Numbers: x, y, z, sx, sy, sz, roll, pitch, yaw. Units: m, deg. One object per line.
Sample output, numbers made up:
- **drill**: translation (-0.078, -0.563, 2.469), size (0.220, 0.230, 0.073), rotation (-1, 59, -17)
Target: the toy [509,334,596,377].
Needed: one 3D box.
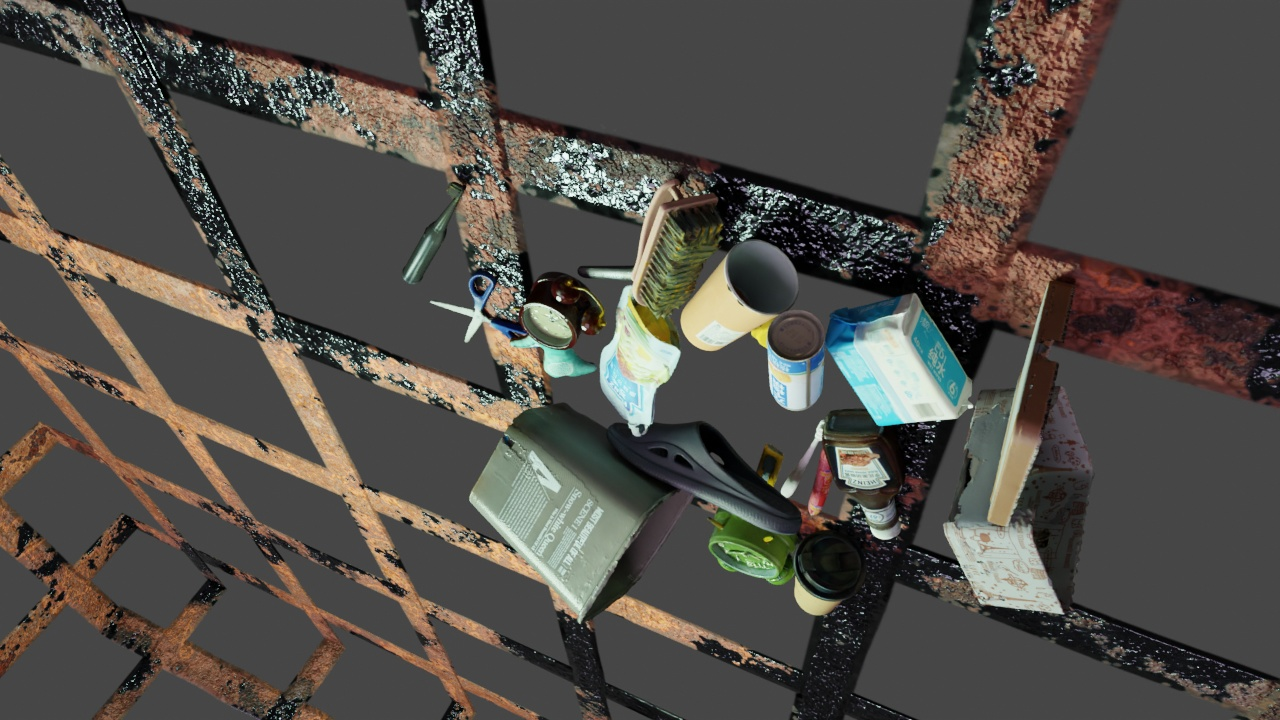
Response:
- **toy**: translation (-0.111, -0.014, 1.141), size (0.097, 0.030, 0.092), rotation (-7, 129, 18)

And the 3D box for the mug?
- **mug**: translation (0.091, -0.057, 0.906), size (0.078, 0.078, 0.123), rotation (36, 150, -6)

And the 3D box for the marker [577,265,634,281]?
- **marker**: translation (-0.016, -0.093, 0.989), size (0.124, 0.015, 0.018), rotation (5, 133, 31)

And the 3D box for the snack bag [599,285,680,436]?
- **snack bag**: translation (-0.006, 0.006, 1.060), size (0.110, 0.038, 0.191), rotation (49, 147, 19)

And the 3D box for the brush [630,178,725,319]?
- **brush**: translation (0.027, -0.105, 0.898), size (0.073, 0.063, 0.146), rotation (57, 148, 25)

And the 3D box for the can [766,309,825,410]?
- **can**: translation (0.151, 0.003, 0.890), size (0.053, 0.053, 0.135), rotation (19, 161, 17)

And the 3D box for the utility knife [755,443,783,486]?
- **utility knife**: translation (0.154, 0.151, 1.162), size (0.033, 0.015, 0.155), rotation (20, 144, 11)

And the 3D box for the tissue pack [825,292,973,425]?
- **tissue pack**: translation (0.245, 0.002, 0.867), size (0.090, 0.063, 0.140), rotation (-11, 126, 47)

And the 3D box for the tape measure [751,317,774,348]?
- **tape measure**: translation (0.148, -0.029, 0.932), size (0.060, 0.028, 0.057), rotation (33, 146, -33)

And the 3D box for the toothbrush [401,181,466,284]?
- **toothbrush**: translation (-0.243, -0.149, 1.082), size (0.027, 0.026, 0.213), rotation (27, 147, -15)

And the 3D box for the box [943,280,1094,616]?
- **box**: translation (0.334, 0.080, 0.801), size (0.107, 0.177, 0.272), rotation (7, 140, 30)

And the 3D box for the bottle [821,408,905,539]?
- **bottle**: translation (0.260, 0.133, 1.036), size (0.080, 0.043, 0.195), rotation (-2, 135, 28)

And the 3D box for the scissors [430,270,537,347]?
- **scissors**: translation (-0.199, -0.059, 1.172), size (0.176, 0.012, 0.163), rotation (23, 146, 13)

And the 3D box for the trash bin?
- **trash bin**: translation (-0.078, 0.181, 1.182), size (0.220, 0.198, 0.199), rotation (36, 105, 16)

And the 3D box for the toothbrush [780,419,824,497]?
- **toothbrush**: translation (0.195, 0.124, 1.097), size (0.016, 0.016, 0.180), rotation (27, 145, 10)

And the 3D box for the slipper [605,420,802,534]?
- **slipper**: translation (0.086, 0.121, 1.123), size (0.268, 0.083, 0.110), rotation (26, -171, 26)

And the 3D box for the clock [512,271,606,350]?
- **clock**: translation (-0.087, -0.058, 1.051), size (0.122, 0.055, 0.082), rotation (-14, 125, 44)

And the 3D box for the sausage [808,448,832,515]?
- **sausage**: translation (0.219, 0.146, 1.104), size (0.020, 0.020, 0.156), rotation (20, 144, 16)

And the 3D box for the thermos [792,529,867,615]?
- **thermos**: translation (0.241, 0.284, 1.205), size (0.093, 0.092, 0.143), rotation (22, 152, 13)

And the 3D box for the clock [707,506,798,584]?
- **clock**: translation (0.152, 0.254, 1.247), size (0.116, 0.056, 0.161), rotation (13, 150, 26)
